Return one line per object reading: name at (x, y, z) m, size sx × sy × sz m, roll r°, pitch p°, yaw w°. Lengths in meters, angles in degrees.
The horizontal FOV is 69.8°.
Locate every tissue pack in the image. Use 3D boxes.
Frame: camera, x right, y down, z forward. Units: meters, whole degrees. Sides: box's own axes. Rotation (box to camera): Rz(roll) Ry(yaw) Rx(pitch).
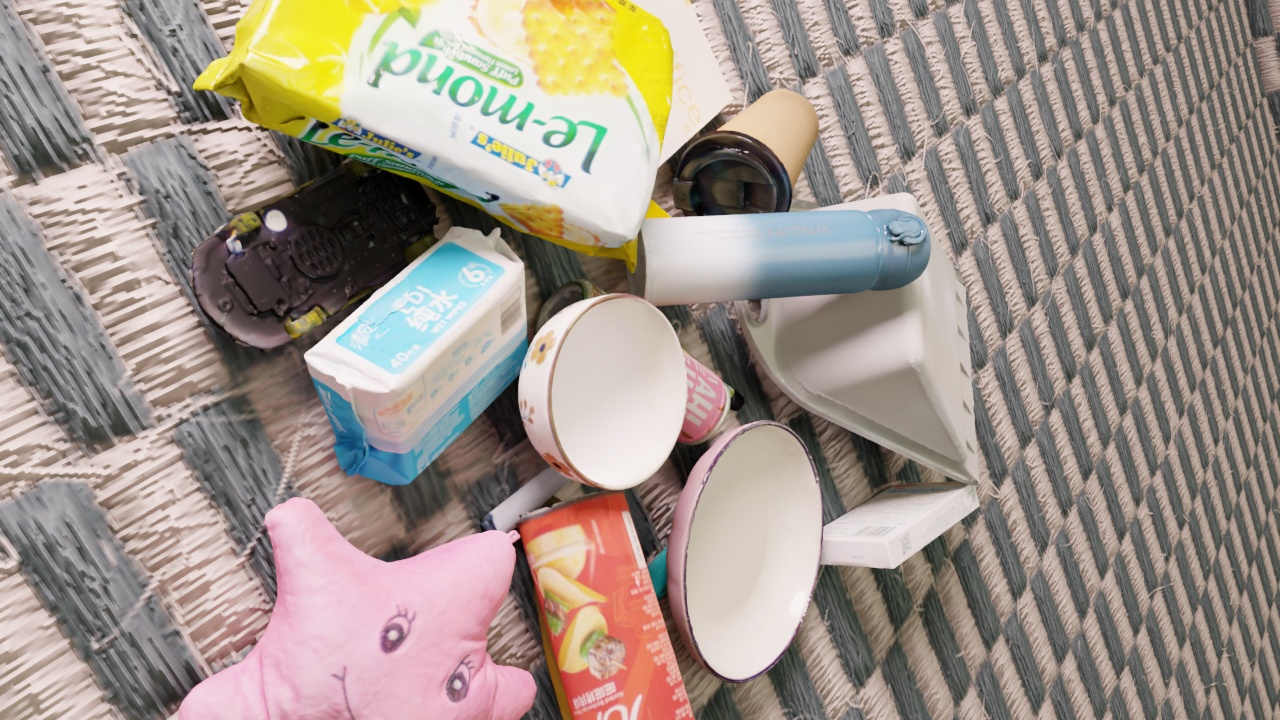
tissue pack at (-0.118, -0.004, 0.509) m, size 0.139 × 0.063 × 0.090 m, roll -50°, pitch 159°, yaw -34°

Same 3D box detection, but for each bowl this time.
bowl at (-0.031, 0.017, 0.546) m, size 0.113 × 0.062 × 0.113 m, roll -4°, pitch 96°, yaw -46°

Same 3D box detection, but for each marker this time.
marker at (-0.049, 0.070, 0.592) m, size 0.130 × 0.023 × 0.018 m, roll -38°, pitch 86°, yaw -21°
marker at (0.041, 0.009, 0.707) m, size 0.124 × 0.015 × 0.018 m, roll 34°, pitch 64°, yaw -38°

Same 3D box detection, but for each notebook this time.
notebook at (-0.005, -0.215, 0.660) m, size 0.205 × 0.010 × 0.146 m, roll -49°, pitch 120°, yaw -43°

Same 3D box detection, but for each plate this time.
plate at (0.075, 0.140, 0.688) m, size 0.192 × 0.039 × 0.192 m, roll -4°, pitch 96°, yaw -50°

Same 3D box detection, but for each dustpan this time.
dustpan at (0.193, -0.031, 0.806) m, size 0.257 × 0.143 × 0.222 m, roll 44°, pitch 45°, yaw -49°

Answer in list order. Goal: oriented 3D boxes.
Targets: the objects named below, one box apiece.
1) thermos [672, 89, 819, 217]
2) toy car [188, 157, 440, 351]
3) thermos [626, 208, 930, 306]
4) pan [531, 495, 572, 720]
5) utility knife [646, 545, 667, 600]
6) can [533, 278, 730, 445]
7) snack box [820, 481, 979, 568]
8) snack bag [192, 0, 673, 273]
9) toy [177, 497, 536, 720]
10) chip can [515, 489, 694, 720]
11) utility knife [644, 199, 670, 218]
thermos at (0.091, -0.159, 0.730) m, size 0.093 × 0.093 × 0.142 m, roll 57°, pitch 43°, yaw -21°
toy car at (-0.172, -0.062, 0.497) m, size 0.157 × 0.042 × 0.070 m, roll -44°, pitch 109°, yaw -44°
thermos at (0.101, -0.078, 0.668) m, size 0.220 × 0.070 × 0.070 m, roll -5°, pitch 87°, yaw -12°
pan at (-0.034, 0.267, 0.582) m, size 0.197 × 0.078 × 0.357 m, roll -4°, pitch 94°, yaw -44°
utility knife at (0.043, 0.135, 0.693) m, size 0.159 × 0.013 × 0.029 m, roll -34°, pitch 110°, yaw -43°
can at (-0.004, 0.004, 0.635) m, size 0.147 × 0.058 × 0.057 m, roll 35°, pitch 62°, yaw -34°
snack box at (0.223, 0.142, 0.808) m, size 0.156 × 0.085 × 0.027 m, roll -16°, pitch 94°, yaw -43°
snack bag at (-0.092, -0.160, 0.508) m, size 0.246 × 0.068 × 0.157 m, roll 21°, pitch 68°, yaw -26°
toy at (-0.132, 0.150, 0.483) m, size 0.178 × 0.075 × 0.194 m, roll -49°, pitch 117°, yaw -26°
chip can at (-0.010, 0.186, 0.533) m, size 0.073 × 0.073 × 0.216 m, roll -6°, pitch 73°, yaw -43°
utility knife at (0.006, -0.101, 0.688) m, size 0.173 × 0.015 × 0.033 m, roll 36°, pitch 67°, yaw -35°
